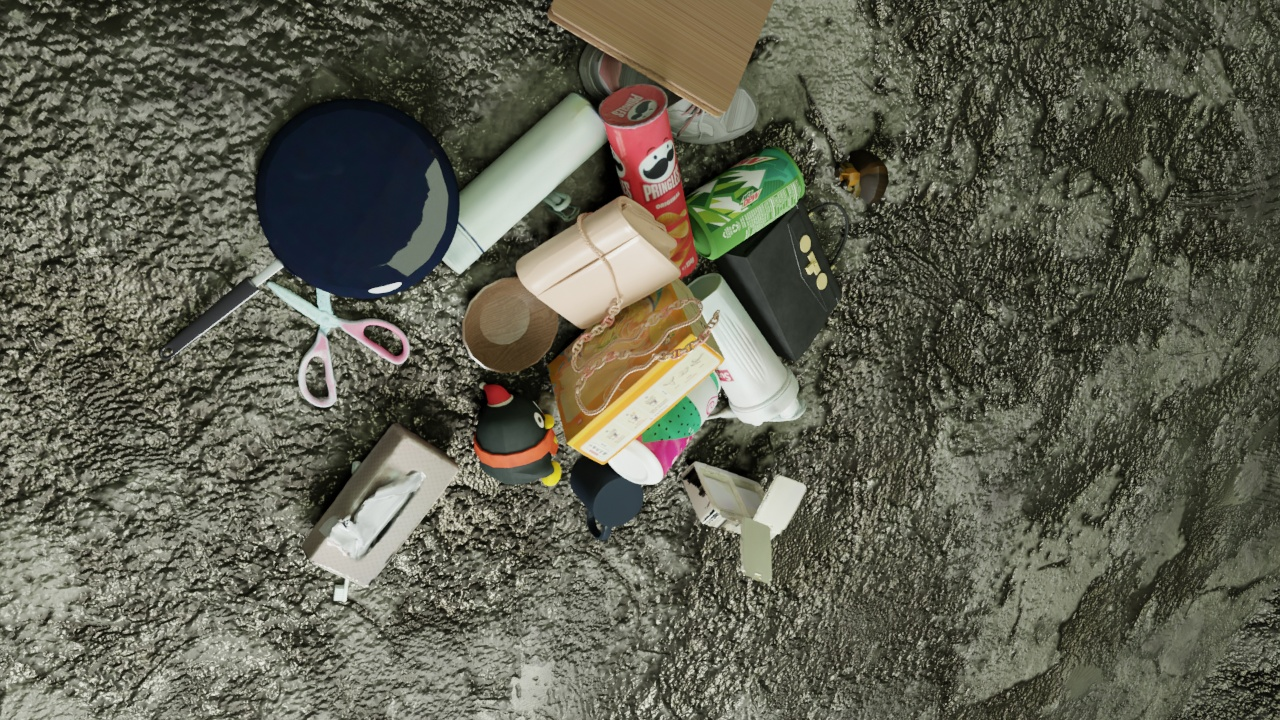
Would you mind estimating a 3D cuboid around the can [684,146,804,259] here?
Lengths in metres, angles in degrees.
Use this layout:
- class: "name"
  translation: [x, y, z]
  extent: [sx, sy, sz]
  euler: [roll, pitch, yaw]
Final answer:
- class: "can"
  translation: [0.122, -0.194, 1.122]
  extent: [0.144, 0.083, 0.083]
  euler: [-34, 122, -11]

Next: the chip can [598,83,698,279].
- class: "chip can"
  translation: [0.014, -0.191, 1.036]
  extent: [0.073, 0.073, 0.233]
  euler: [-32, 140, -13]

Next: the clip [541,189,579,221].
- class: "clip"
  translation: [-0.092, -0.176, 1.022]
  extent: [0.023, 0.076, 0.047]
  euler: [-46, 125, -4]

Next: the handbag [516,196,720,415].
- class: "handbag"
  translation: [-0.034, -0.069, 0.983]
  extent: [0.199, 0.186, 0.116]
  euler: [-27, 140, 29]

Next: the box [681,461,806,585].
- class: "box"
  translation: [0.163, 0.205, 1.230]
  extent: [0.143, 0.194, 0.101]
  euler: [21, 121, -38]

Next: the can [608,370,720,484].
- class: "can"
  translation: [0.028, 0.073, 1.153]
  extent: [0.165, 0.088, 0.088]
  euler: [-50, 128, -32]

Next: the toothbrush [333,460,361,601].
- class: "toothbrush"
  translation: [-0.347, 0.205, 1.087]
  extent: [0.017, 0.012, 0.187]
  euler: [3, 109, -25]

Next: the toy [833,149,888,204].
- class: "toy"
  translation: [0.284, -0.241, 1.202]
  extent: [0.100, 0.063, 0.076]
  euler: [-9, 78, -40]

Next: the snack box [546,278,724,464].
- class: "snack box"
  translation: [-0.006, 0.006, 1.071]
  extent: [0.196, 0.145, 0.080]
  euler: [-42, 128, 17]

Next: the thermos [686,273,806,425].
- class: "thermos"
  translation: [0.127, -0.009, 1.201]
  extent: [0.099, 0.099, 0.220]
  euler: [-39, 116, -8]

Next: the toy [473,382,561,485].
- class: "toy"
  translation: [-0.150, 0.087, 1.090]
  extent: [0.099, 0.097, 0.119]
  euler: [-10, 125, -4]

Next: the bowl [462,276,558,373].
- class: "bowl"
  translation: [-0.155, -0.045, 1.071]
  extent: [0.117, 0.030, 0.118]
  euler: [-10, 115, -24]

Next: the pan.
- class: "pan"
  translation: [-0.345, -0.112, 0.924]
  extent: [0.356, 0.021, 0.199]
  euler: [-38, 105, 1]

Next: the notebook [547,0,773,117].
- class: "notebook"
  translation: [0.029, -0.380, 0.967]
  extent: [0.210, 0.022, 0.169]
  euler: [26, 77, -16]

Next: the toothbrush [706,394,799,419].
- class: "toothbrush"
  translation: [0.142, 0.070, 1.281]
  extent: [0.185, 0.022, 0.024]
  euler: [-9, 98, -26]

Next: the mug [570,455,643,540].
- class: "mug"
  translation: [-0.048, 0.182, 1.194]
  extent: [0.071, 0.077, 0.105]
  euler: [3, 109, -29]

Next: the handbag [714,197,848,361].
- class: "handbag"
  translation: [0.213, -0.133, 1.220]
  extent: [0.195, 0.072, 0.176]
  euler: [-43, 124, -18]

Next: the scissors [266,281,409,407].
- class: "scissors"
  translation: [-0.341, -0.022, 0.994]
  extent: [0.172, 0.014, 0.158]
  euler: [37, 91, -34]

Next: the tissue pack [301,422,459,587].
- class: "tissue pack"
  translation: [-0.300, 0.171, 1.056]
  extent: [0.181, 0.071, 0.104]
  euler: [-50, 132, -3]

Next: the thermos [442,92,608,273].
- class: "thermos"
  translation: [-0.136, -0.193, 0.998]
  extent: [0.230, 0.068, 0.068]
  euler: [-43, 123, -5]

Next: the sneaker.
- class: "sneaker"
  translation: [0.050, -0.300, 1.036]
  extent: [0.235, 0.089, 0.099]
  euler: [9, 106, -30]
